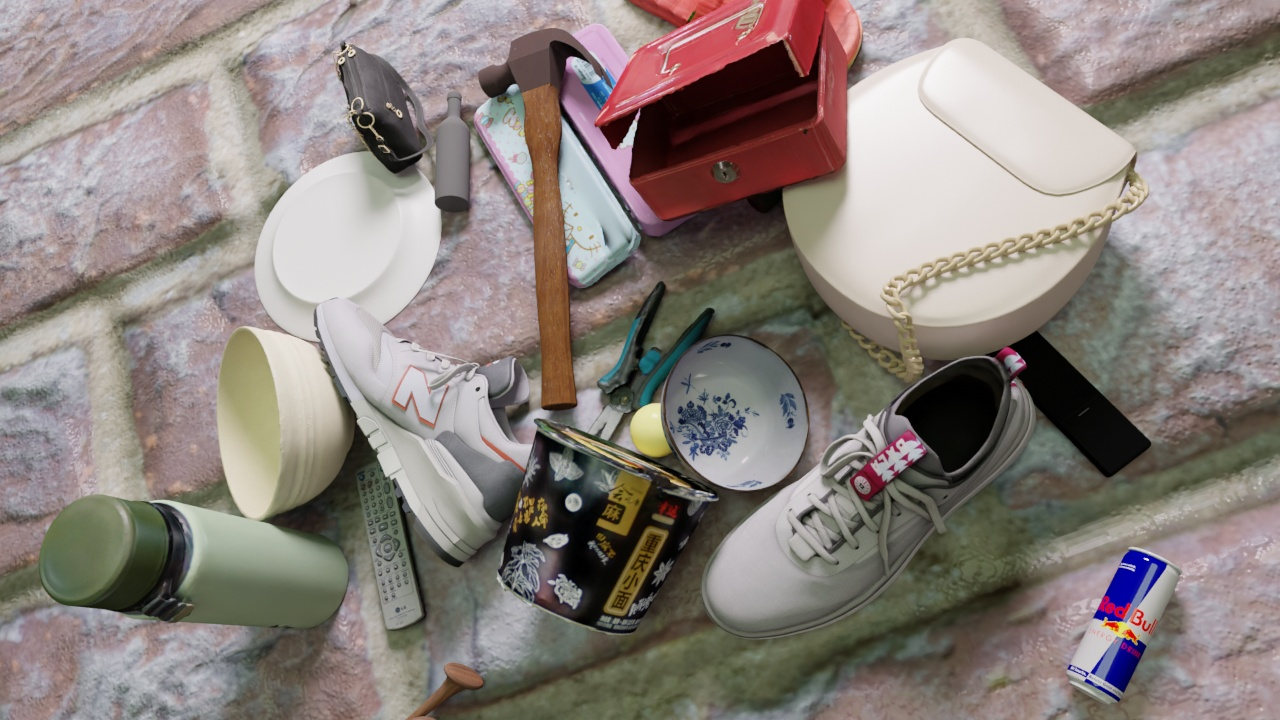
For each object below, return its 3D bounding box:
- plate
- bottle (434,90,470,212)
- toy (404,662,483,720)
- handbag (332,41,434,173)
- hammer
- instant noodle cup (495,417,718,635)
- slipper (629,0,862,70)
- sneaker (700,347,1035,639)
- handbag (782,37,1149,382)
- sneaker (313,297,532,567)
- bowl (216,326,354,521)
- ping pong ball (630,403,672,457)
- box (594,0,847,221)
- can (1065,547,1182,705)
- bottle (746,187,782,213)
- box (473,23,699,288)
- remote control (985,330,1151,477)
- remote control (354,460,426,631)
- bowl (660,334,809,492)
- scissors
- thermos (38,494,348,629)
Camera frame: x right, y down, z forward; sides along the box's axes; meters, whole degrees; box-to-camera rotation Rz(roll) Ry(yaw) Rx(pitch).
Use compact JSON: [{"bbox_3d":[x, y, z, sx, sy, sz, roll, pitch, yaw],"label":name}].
[{"bbox_3d":[-0.269,-0.109,0.826,0.189,0.016,0.188,-5,71,14],"label":"plate"},{"bbox_3d":[-0.167,-0.189,0.816,0.030,0.030,0.112,-7,71,13],"label":"bottle"},{"bbox_3d":[-0.156,0.270,0.657,0.102,0.041,0.054,-42,44,8],"label":"toy"},{"bbox_3d":[-0.235,-0.230,0.819,0.054,0.079,0.128,-28,58,8],"label":"handbag"},{"bbox_3d":[-0.074,-0.120,0.746,0.115,0.033,0.322,-11,75,24],"label":"hammer"},{"bbox_3d":[-0.029,0.116,0.629,0.137,0.137,0.112,21,89,21],"label":"instant noodle cup"},{"bbox_3d":[0.078,-0.314,0.775,0.249,0.059,0.103,36,85,24],"label":"slipper"},{"bbox_3d":[0.144,0.086,0.586,0.263,0.128,0.096,-38,66,3],"label":"sneaker"},{"bbox_3d":[0.210,-0.114,0.640,0.208,0.103,0.210,-41,62,1],"label":"handbag"},{"bbox_3d":[-0.151,0.029,0.717,0.124,0.089,0.239,-31,75,-1],"label":"sneaker"},{"bbox_3d":[-0.276,0.048,0.730,0.151,0.075,0.151,4,95,50],"label":"bowl"},{"bbox_3d":[0.012,0.052,0.681,0.040,0.040,0.040,-5,71,14],"label":"ping pong ball"},{"bbox_3d":[0.066,-0.187,0.665,0.158,0.110,0.133,-14,42,33],"label":"box"},{"bbox_3d":[0.299,0.164,0.568,0.032,0.032,0.095,28,81,22],"label":"can"},{"bbox_3d":[0.126,-0.161,0.728,0.106,0.025,0.025,-47,67,-3],"label":"bottle"},{"bbox_3d":[-0.045,-0.177,0.781,0.151,0.035,0.214,-35,67,6],"label":"box"},{"bbox_3d":[0.280,0.013,0.634,0.034,0.013,0.150,-38,66,1],"label":"remote control"},{"bbox_3d":[-0.198,0.144,0.724,0.033,0.013,0.136,-23,68,8],"label":"remote control"},{"bbox_3d":[0.060,0.041,0.657,0.114,0.045,0.114,6,73,-21],"label":"bowl"},{"bbox_3d":[0.004,0.004,0.711,0.148,0.019,0.123,-22,69,10],"label":"scissors"},{"bbox_3d":[-0.294,0.145,0.632,0.082,0.231,0.082,-4,71,13],"label":"thermos"}]
